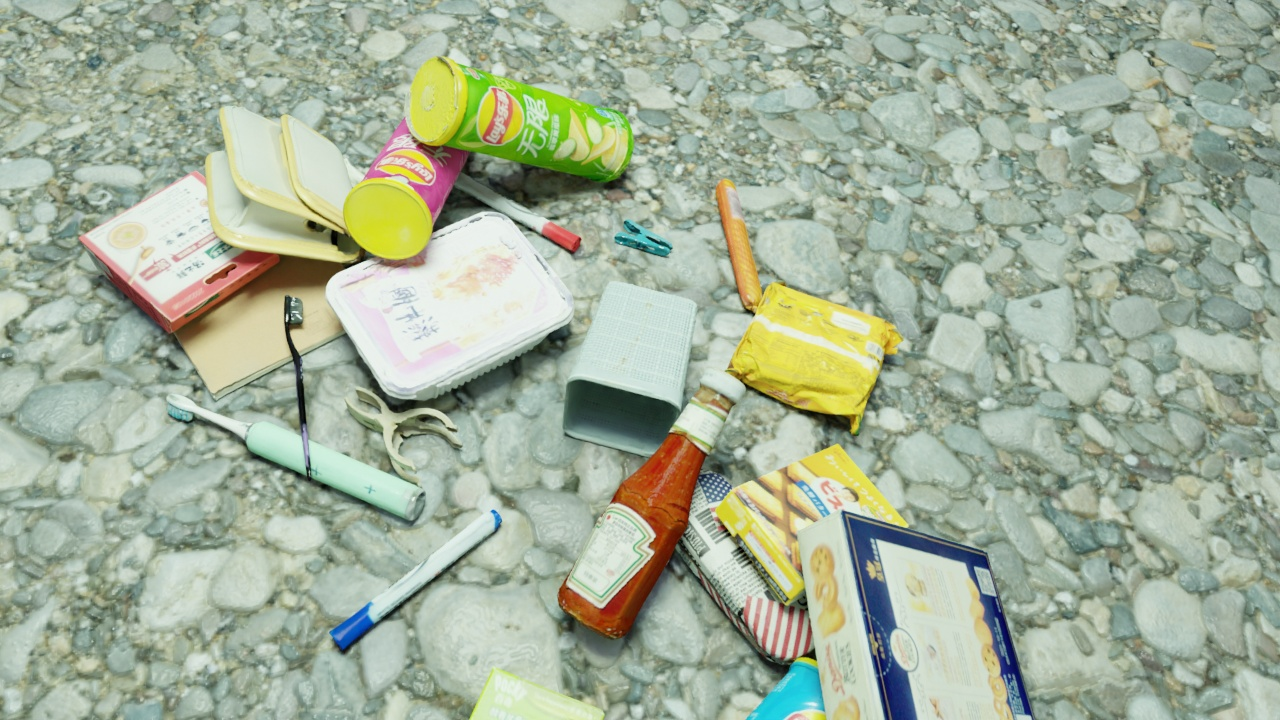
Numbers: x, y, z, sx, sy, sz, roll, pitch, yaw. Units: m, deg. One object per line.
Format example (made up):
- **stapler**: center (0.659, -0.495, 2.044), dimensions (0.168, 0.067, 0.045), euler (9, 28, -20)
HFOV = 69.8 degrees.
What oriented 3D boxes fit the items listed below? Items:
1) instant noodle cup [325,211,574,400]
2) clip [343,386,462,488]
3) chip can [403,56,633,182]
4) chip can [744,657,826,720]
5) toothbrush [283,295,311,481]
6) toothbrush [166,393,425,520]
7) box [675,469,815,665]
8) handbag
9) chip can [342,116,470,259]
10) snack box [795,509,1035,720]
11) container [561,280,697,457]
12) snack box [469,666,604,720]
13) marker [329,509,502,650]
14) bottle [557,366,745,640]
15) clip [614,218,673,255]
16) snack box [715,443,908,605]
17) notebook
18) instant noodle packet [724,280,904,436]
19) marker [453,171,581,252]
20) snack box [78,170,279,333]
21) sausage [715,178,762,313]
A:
- **instant noodle cup**: center (-0.157, -0.038, 0.773), dimensions (0.173, 0.060, 0.138), euler (-29, 65, -22)
- **clip**: center (-0.195, 0.064, 0.722), dimensions (0.102, 0.035, 0.094), euler (10, 56, 5)
- **chip can**: center (-0.098, -0.210, 0.823), dimensions (0.220, 0.073, 0.072), euler (1, 50, -49)
- **chip can**: center (0.061, 0.290, 0.588), dimensions (0.209, 0.071, 0.071), euler (-38, 69, -26)
- **toothbrush**: center (-0.270, 0.017, 0.731), dimensions (0.016, 0.014, 0.188), euler (-2, 50, -26)
- **toothbrush**: center (-0.271, 0.071, 0.712), dimensions (0.224, 0.027, 0.026), euler (22, 22, 7)
- **box**: center (0.075, 0.156, 0.696), dimensions (0.071, 0.060, 0.164), euler (-16, 60, -41)
- **handbag**: center (-0.279, -0.151, 0.806), dimensions (0.178, 0.063, 0.163), euler (10, 34, -35)
- **chip can**: center (-0.195, -0.173, 0.810), dimensions (0.071, 0.072, 0.210), euler (8, 38, -2)
- **snack box**: center (0.193, 0.206, 0.620), dimensions (0.182, 0.046, 0.177), euler (20, 51, -34)
- **container**: center (-0.004, 0.004, 0.751), dimensions (0.090, 0.090, 0.111), euler (15, 55, 2)
- **snack box**: center (-0.090, 0.290, 0.597), dimensions (0.086, 0.026, 0.156), euler (20, 58, 6)
- **marker**: center (-0.162, 0.158, 0.676), dimensions (0.145, 0.017, 0.017), euler (-37, 69, -25)
- **bottle**: center (0.013, 0.100, 0.667), dimensions (0.060, 0.060, 0.206), euler (29, 83, 11)
- **clip**: center (0.004, -0.114, 0.868), dimensions (0.057, 0.015, 0.049), euler (22, 56, 8)
- **snack box**: center (0.132, 0.120, 0.697), dimensions (0.140, 0.034, 0.087), euler (-12, 56, -44)
- **notebook**: center (-0.349, -0.078, 0.805), dimensions (0.149, 0.012, 0.211), euler (-31, 66, -24)
- **instant noodle packet**: center (0.152, -0.004, 0.799), dimensions (0.128, 0.044, 0.110), euler (23, 65, 12)
- **marker**: center (-0.121, -0.143, 0.869), dimensions (0.145, 0.017, 0.017), euler (30, 59, 12)
- **snack box**: center (-0.378, -0.087, 0.773), dimensions (0.127, 0.044, 0.113), euler (37, 59, 17)
- **sausage**: center (0.093, -0.112, 0.873), dimensions (0.021, 0.021, 0.165), euler (-3, 59, -9)
